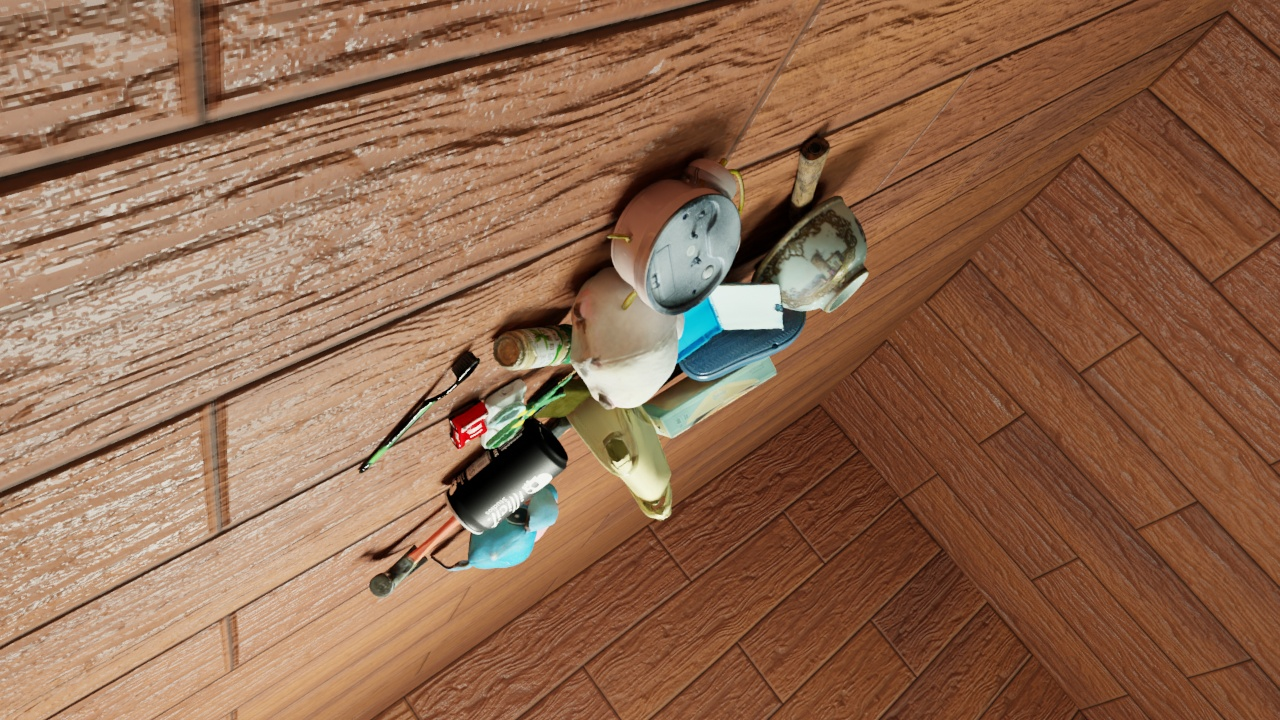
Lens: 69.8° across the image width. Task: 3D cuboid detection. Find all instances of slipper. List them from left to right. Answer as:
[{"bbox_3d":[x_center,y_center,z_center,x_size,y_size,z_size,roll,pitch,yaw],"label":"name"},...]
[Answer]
[{"bbox_3d":[0.151,-0.037,1.343,0.213,0.104,0.059,-32,167,-11],"label":"slipper"}]

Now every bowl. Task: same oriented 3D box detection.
[{"bbox_3d":[0.229,-0.118,1.161,0.159,0.094,0.160,-39,165,-13],"label":"bowl"}]

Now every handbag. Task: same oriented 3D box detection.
[{"bbox_3d":[-0.052,0.009,1.084,0.178,0.027,0.084,-38,161,23],"label":"handbag"},{"bbox_3d":[-0.019,0.108,1.236,0.088,0.191,0.233,-33,149,0],"label":"handbag"}]

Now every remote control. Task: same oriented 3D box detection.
[{"bbox_3d":[-0.155,0.065,1.041,0.050,0.022,0.134,-33,165,-24],"label":"remote control"}]

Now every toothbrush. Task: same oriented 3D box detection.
[{"bbox_3d":[-0.215,0.052,0.875,0.188,0.017,0.014,-41,163,23],"label":"toothbrush"}]

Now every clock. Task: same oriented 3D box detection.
[{"bbox_3d":[0.043,-0.115,0.827,0.157,0.059,0.117,-39,143,-21],"label":"clock"}]

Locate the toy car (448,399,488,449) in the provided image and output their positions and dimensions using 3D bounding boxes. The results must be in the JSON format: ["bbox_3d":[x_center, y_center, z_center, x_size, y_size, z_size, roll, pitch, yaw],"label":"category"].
[{"bbox_3d":[-0.183,0.072,0.985,0.038,0.025,0.090,-33,166,-21],"label":"toy car"}]

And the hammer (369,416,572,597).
[{"bbox_3d":[-0.218,0.189,1.234,0.333,0.033,0.133,-42,178,-2],"label":"hammer"}]

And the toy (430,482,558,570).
[{"bbox_3d":[-0.210,0.268,1.438,0.224,0.099,0.191,-34,179,14],"label":"toy"}]

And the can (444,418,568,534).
[{"bbox_3d":[-0.167,0.144,1.145,0.146,0.080,0.080,-40,167,5],"label":"can"}]

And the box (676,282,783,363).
[{"bbox_3d":[0.092,-0.063,1.178,0.176,0.059,0.243,-18,167,6],"label":"box"}]

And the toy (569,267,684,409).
[{"bbox_3d":[-0.001,-0.034,0.922,0.102,0.139,0.179,-6,-162,31],"label":"toy"}]

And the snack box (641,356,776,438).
[{"bbox_3d":[0.094,0.047,1.403,0.193,0.044,0.141,-31,-170,-14],"label":"snack box"}]

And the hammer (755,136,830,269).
[{"bbox_3d":[0.204,-0.191,1.137,0.120,0.033,0.330,-41,167,-7],"label":"hammer"}]

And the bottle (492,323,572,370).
[{"bbox_3d":[-0.099,-0.013,0.896,0.043,0.042,0.109,-45,164,24],"label":"bottle"}]

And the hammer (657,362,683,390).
[{"bbox_3d":[0.088,-0.009,1.425,0.310,0.029,0.125,-36,166,-9],"label":"hammer"}]

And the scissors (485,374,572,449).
[{"bbox_3d":[-0.125,0.054,1.007,0.127,0.011,0.123,-40,167,2],"label":"scissors"}]
